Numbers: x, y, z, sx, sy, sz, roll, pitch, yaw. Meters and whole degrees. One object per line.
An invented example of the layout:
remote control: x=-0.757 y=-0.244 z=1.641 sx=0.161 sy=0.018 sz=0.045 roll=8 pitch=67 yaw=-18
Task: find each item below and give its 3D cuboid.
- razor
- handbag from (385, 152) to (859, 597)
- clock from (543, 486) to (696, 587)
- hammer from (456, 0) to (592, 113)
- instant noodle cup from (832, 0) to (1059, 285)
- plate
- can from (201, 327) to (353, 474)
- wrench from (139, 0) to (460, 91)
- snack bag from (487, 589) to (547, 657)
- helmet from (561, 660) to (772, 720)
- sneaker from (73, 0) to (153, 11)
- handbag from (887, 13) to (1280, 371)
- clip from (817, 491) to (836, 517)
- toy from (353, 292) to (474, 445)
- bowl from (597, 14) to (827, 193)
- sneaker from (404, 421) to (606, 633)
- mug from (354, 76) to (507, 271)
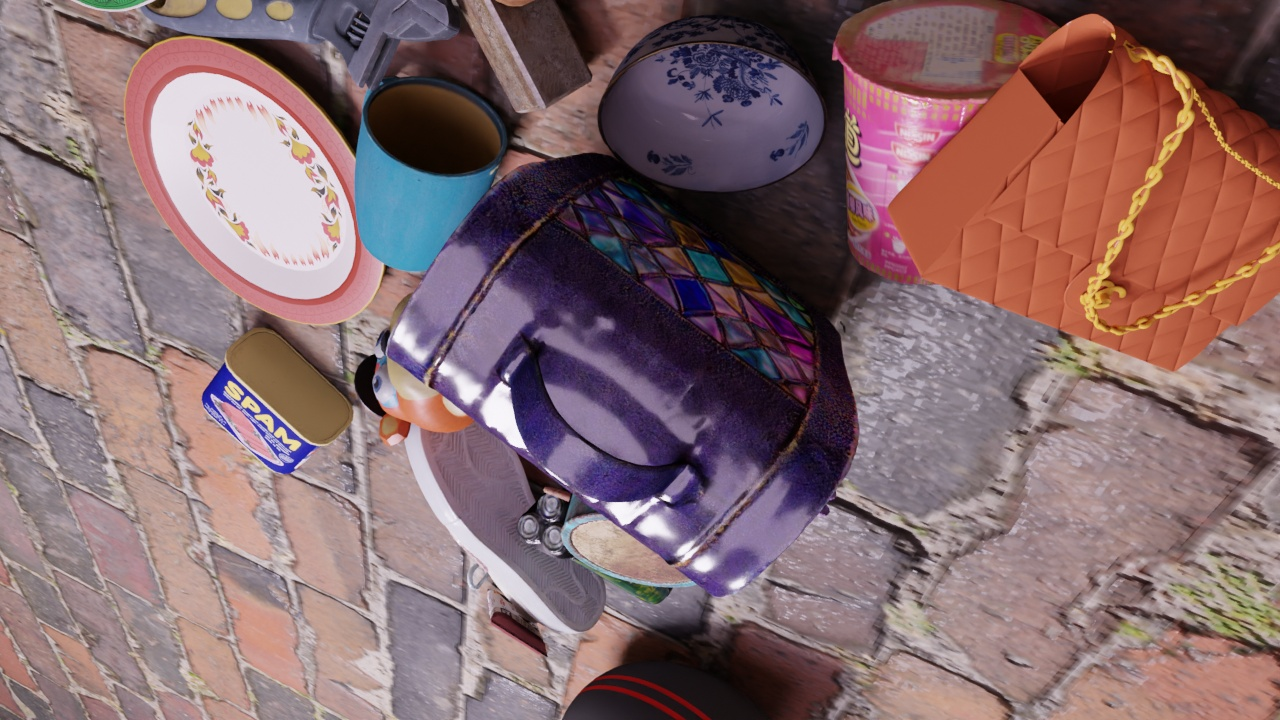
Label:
razor: x=-0.031 y=0.156 z=0.734 sx=0.054 sy=0.067 sz=0.151 roll=-44 pitch=114 yaw=12
handbag: x=-0.003 y=0.003 z=0.479 sx=0.205 sy=0.221 sz=0.126 roll=37 pitch=115 yaw=-3
clock: x=0.018 y=0.119 z=0.678 sx=0.122 sy=0.073 sz=0.157 roll=-19 pitch=133 yaw=39
hammer: x=-0.023 y=-0.189 z=0.373 sx=0.301 sy=0.037 sz=0.158 roll=20 pitch=143 yaw=60
instant noodle cup: x=0.137 y=-0.098 z=0.429 sx=0.098 sy=0.097 sz=0.109 roll=13 pitch=138 yaw=20
plate: x=-0.282 y=-0.128 z=0.681 sx=0.230 sy=0.021 sz=0.230 roll=15 pitch=131 yaw=18
can: x=-0.326 y=0.040 z=0.817 sx=0.116 sy=0.056 sz=0.092 roll=46 pitch=134 yaw=-11
wrench: x=-0.217 y=-0.210 z=0.553 sx=0.274 sy=0.022 sz=0.073 roll=16 pitch=100 yaw=28
snack bag: x=-0.112 y=0.232 z=0.823 sx=0.057 sy=0.013 sz=0.158 roll=35 pitch=170 yaw=-5
helmet: x=0.015 y=0.350 z=0.801 sx=0.265 sy=0.163 sz=0.170 roll=-13 pitch=107 yaw=47
sneaker: x=-0.236 y=-0.271 z=0.513 sx=0.236 sy=0.079 sz=0.084 roll=-8 pitch=162 yaw=18
handbag: x=0.209 y=-0.058 z=0.380 sx=0.171 sy=0.060 sz=0.109 roll=15 pitch=132 yaw=-27
clip: x=0.111 y=0.092 z=0.646 sx=0.052 sy=0.013 sz=0.035 roll=20 pitch=131 yaw=17
toy: x=-0.134 y=-0.002 z=0.647 sx=0.096 sy=0.112 sz=0.177 roll=16 pitch=144 yaw=-35
bowl: x=0.037 y=-0.136 z=0.466 sx=0.114 sy=0.045 sz=0.114 roll=3 pitch=155 yaw=1
sneaker: x=-0.128 y=0.134 z=0.760 sx=0.091 sy=0.089 sz=0.242 roll=-12 pitch=120 yaw=42
mug: x=-0.145 y=-0.122 z=0.580 sx=0.112 sy=0.084 sz=0.104 roll=57 pitch=144 yaw=18
